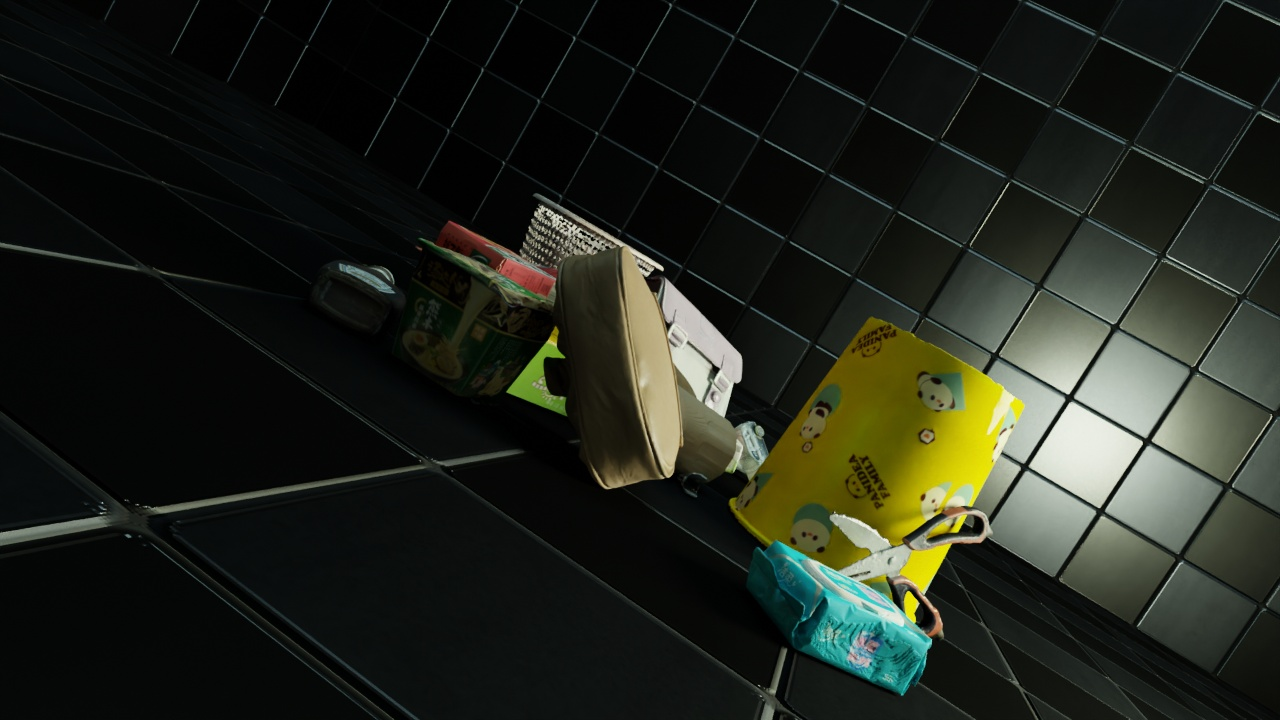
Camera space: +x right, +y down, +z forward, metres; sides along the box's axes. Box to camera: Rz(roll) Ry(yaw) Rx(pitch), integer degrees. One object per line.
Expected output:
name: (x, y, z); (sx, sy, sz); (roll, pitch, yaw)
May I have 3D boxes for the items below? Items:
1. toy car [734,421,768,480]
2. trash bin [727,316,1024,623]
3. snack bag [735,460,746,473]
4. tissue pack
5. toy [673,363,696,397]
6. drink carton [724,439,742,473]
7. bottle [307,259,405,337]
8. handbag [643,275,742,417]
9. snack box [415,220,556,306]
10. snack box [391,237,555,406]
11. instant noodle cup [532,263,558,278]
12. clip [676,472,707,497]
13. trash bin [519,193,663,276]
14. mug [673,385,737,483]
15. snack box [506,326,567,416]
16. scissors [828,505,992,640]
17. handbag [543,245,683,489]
toy car: (0.150, 0.126, 1.226); (0.034, 0.043, 0.090); (-1, 65, -41)
trash bin: (0.257, 0.108, 0.978); (0.229, 0.255, 0.229); (31, 5, -3)
snack bag: (0.127, 0.133, 1.284); (0.105, 0.026, 0.045); (29, 8, 1)
tissue pack: (0.147, 0.191, 0.693); (0.133, 0.050, 0.093); (28, 7, -22)
toy: (-0.006, 0.006, 1.082); (0.143, 0.082, 0.226); (29, -22, 51)
drink carton: (0.093, 0.111, 1.188); (0.053, 0.045, 0.122); (21, 4, -6)
bottle: (-0.263, -0.066, 0.873); (0.080, 0.044, 0.195); (30, 4, -13)
handbag: (0.050, -0.006, 1.265); (0.099, 0.144, 0.197); (-4, -35, 43)
snack box: (-0.163, -0.104, 1.009); (0.113, 0.044, 0.127); (33, 7, 35)
snack box: (-0.152, -0.029, 0.812); (0.117, 0.105, 0.118); (30, 4, 19)
instant noodle cup: (-0.124, -0.067, 1.226); (0.137, 0.138, 0.109); (25, 1, -45)
clip: (0.053, 0.127, 0.959); (0.024, 0.026, 0.056); (32, -5, -5)
trash bin: (-0.108, -0.117, 1.401); (0.227, 0.192, 0.227); (30, 5, -3)
mug: (0.029, 0.077, 1.002); (0.103, 0.084, 0.125); (33, -20, -35)
snack box: (-0.133, -0.018, 1.002); (0.157, 0.070, 0.210); (26, 7, -39)
scissors: (0.251, 0.190, 0.867); (0.227, 0.188, 0.015); (52, -13, -28)
handbag: (-0.023, 0.008, 0.804); (0.100, 0.204, 0.147); (-11, -10, 13)
